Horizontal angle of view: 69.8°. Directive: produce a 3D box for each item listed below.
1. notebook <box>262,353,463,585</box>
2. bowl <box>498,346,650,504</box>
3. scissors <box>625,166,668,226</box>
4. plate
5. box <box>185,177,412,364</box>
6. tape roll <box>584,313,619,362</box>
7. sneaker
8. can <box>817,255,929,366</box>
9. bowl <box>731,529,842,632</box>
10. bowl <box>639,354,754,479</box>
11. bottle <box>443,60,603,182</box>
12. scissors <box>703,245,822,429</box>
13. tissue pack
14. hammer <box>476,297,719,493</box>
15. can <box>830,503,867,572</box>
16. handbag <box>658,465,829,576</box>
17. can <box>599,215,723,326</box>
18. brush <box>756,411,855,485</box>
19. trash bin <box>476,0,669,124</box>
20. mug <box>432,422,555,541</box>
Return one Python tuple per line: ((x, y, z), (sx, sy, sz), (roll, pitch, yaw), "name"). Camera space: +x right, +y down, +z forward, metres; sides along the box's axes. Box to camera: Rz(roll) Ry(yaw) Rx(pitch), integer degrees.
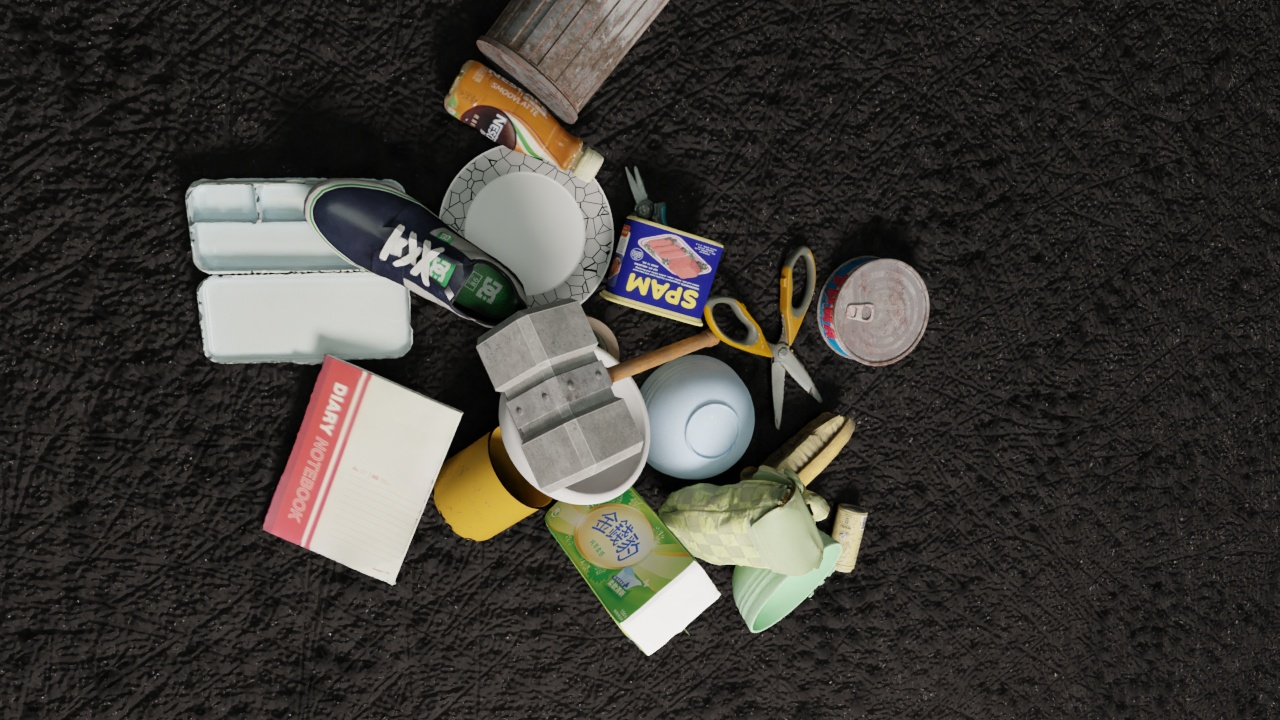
((-0.290, 0.116, 0.950), (0.153, 0.012, 0.209), (23, 103, -2), "notebook")
((-0.078, 0.069, 0.965), (0.176, 0.066, 0.176), (16, 62, -33), "bowl")
((0.012, -0.140, 1.029), (0.126, 0.019, 0.144), (19, 93, -19), "scissors")
((-0.121, -0.135, 0.982), (0.188, 0.016, 0.188), (-2, 96, -19), "plate")
((-0.335, -0.088, 0.917), (0.208, 0.037, 0.189), (-4, 110, -10), "box")
((-0.072, -0.006, 1.023), (0.093, 0.030, 0.094), (-3, 102, -17), "tape roll")
((-0.210, -0.101, 0.888), (0.235, 0.079, 0.084), (29, 96, -25), "sneaker")
((0.283, -0.061, 1.117), (0.129, 0.044, 0.130), (-3, 102, -17), "can")
((0.166, 0.250, 1.111), (0.150, 0.077, 0.151), (-32, 149, -22), "bowl")
((0.071, 0.073, 1.061), (0.150, 0.075, 0.150), (-3, 101, -17), "bowl")
((-0.116, -0.238, 0.936), (0.167, 0.059, 0.059), (30, 91, -13), "bottle")
((0.168, -0.034, 1.093), (0.225, 0.016, 0.216), (41, 79, -31), "scissors")
((-0.002, 0.230, 1.016), (0.120, 0.197, 0.141), (-35, 132, -3), "tissue pack")
((-0.006, 0.006, 0.961), (0.316, 0.083, 0.162), (-21, 84, -49), "hammer")
((0.262, 0.226, 1.172), (0.038, 0.038, 0.079), (9, 98, -19), "can")
((0.121, 0.170, 1.041), (0.116, 0.187, 0.113), (-55, 129, -41), "handbag")
((0.025, -0.098, 1.001), (0.116, 0.056, 0.092), (15, 98, -17), "can")
((0.180, 0.131, 1.115), (0.195, 0.059, 0.043), (-42, 99, 1), "brush")
((-0.049, -0.357, 0.907), (0.131, 0.131, 0.211), (38, 90, -21), "trash bin")
((-0.151, 0.130, 0.984), (0.094, 0.123, 0.100), (-33, 77, 25), "mug")
